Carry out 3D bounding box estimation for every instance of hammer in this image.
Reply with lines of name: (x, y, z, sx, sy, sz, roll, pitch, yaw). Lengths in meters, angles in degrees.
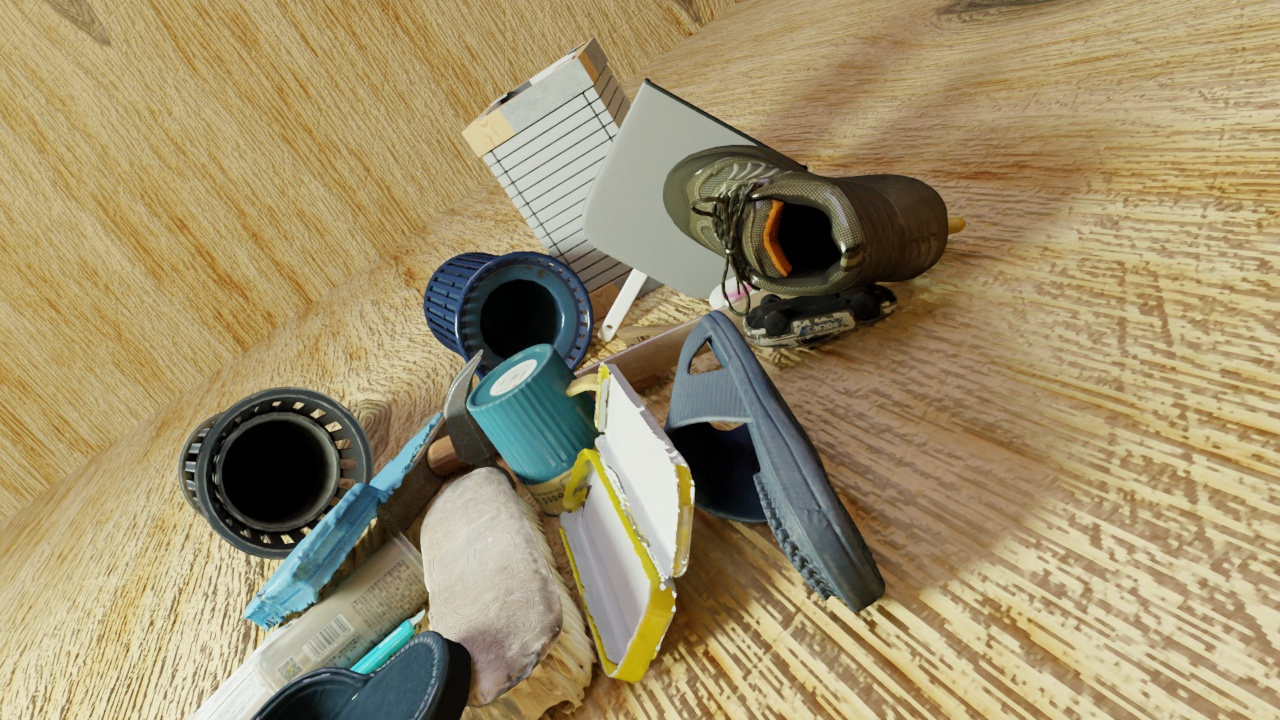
hammer: (-0.004, 0.004, 0.738, 0.331, 0.119, 0.030, -22, 21, 8)
hammer: (-0.106, 0.057, 0.831, 0.301, 0.037, 0.157, -25, 23, 24)

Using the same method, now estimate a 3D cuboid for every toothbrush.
toothbrush: (0.034, -0.027, 0.840, 0.167, 0.016, 0.016, -4, 36, 50)

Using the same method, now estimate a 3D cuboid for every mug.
mug: (-0.056, 0.046, 0.686, 0.114, 0.107, 0.083, -22, 22, 29)

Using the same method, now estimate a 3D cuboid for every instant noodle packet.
instant noodle packet: (-0.299, 0.254, 0.703, 0.087, 0.026, 0.134, -10, 32, 47)

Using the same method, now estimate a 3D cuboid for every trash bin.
trash bin: (-0.053, -0.200, 1.017, 0.143, 0.247, 0.142, -27, 22, 17)
trash bin: (-0.158, -0.053, 1.011, 0.139, 0.139, 0.250, -39, 20, -13)
trash bin: (-0.401, 0.117, 0.977, 0.163, 0.164, 0.228, -46, 20, -28)

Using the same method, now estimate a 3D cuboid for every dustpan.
dustpan: (0.019, -0.115, 0.869, 0.258, 0.163, 0.033, -59, 9, 28)

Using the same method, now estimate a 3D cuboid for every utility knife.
utility knife: (-0.196, 0.218, 0.646, 0.116, 0.015, 0.022, -42, 21, -26)

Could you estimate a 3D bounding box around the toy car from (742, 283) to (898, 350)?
toy car: (0.132, -0.031, 0.676, 0.113, 0.040, 0.048, -12, 24, 7)

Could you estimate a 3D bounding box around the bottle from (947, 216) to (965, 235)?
bottle: (0.184, -0.093, 0.707, 0.146, 0.051, 0.051, -6, 35, 51)

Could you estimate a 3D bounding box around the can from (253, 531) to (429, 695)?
can: (-0.212, 0.191, 0.673, 0.135, 0.054, 0.054, -42, 22, -19)

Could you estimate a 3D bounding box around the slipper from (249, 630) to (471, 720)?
slipper: (-0.206, 0.229, 0.484, 0.266, 0.083, 0.108, -45, 24, 10)

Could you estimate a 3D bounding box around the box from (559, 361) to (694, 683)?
box: (-0.014, 0.085, 0.555, 0.209, 0.034, 0.129, -128, 50, -69)

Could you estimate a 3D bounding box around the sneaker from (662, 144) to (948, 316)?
sneaker: (0.080, -0.089, 0.660, 0.142, 0.101, 0.238, -24, 30, -38)

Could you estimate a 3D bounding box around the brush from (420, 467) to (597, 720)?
brush: (-0.095, 0.144, 0.598, 0.083, 0.056, 0.271, -36, 22, -6)

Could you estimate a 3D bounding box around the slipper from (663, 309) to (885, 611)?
slipper: (0.054, 0.053, 0.521, 0.082, 0.101, 0.263, -31, 25, 6)

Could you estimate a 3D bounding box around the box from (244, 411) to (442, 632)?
box: (-0.247, 0.136, 0.762, 0.232, 0.033, 0.174, -37, 16, 53)

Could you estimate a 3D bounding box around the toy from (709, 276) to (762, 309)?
toy: (0.117, -0.087, 0.796, 0.076, 0.037, 0.125, 20, 68, 46)
